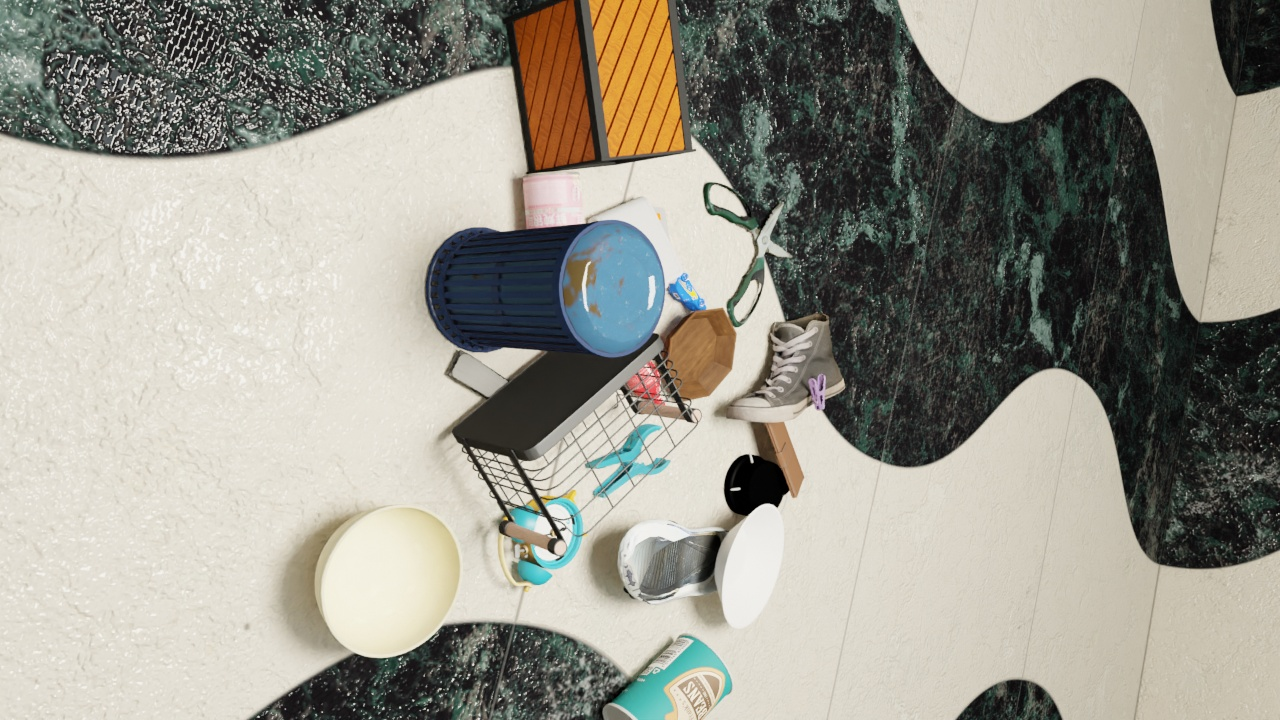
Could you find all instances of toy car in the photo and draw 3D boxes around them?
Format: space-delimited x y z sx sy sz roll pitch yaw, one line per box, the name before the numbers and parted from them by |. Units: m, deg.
toy car | 0.040 -0.084 1.197 0.061 0.033 0.092 -46 117 -21

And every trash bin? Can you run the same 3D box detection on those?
trash bin | -0.096 -0.072 0.933 0.139 0.250 0.139 -4 95 -41
trash bin | -0.045 -0.309 1.033 0.139 0.140 0.172 -16 104 -39

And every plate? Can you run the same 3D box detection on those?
plate | 0.074 -0.011 1.220 0.131 0.025 0.131 -17 118 -37
plate | 0.142 0.280 1.272 0.173 0.036 0.174 -21 116 -51

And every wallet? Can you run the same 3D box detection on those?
wallet | 0.006 -0.143 1.147 0.115 0.038 0.118 -30 96 -35
wallet | 0.210 0.131 1.336 0.121 0.013 0.087 69 21 -8

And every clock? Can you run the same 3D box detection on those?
clock | -0.115 0.208 1.078 0.129 0.044 0.099 -28 111 -44
clock | 0.174 0.188 1.324 0.120 0.043 0.091 44 66 -34

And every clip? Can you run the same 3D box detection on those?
clip | 0.250 0.045 1.284 0.029 0.013 0.050 -21 106 -42
clip | -0.007 0.144 1.179 0.130 0.030 0.120 -45 125 -29

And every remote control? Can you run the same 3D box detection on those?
remote control | -0.160 0.034 1.043 0.136 0.013 0.033 36 71 -36

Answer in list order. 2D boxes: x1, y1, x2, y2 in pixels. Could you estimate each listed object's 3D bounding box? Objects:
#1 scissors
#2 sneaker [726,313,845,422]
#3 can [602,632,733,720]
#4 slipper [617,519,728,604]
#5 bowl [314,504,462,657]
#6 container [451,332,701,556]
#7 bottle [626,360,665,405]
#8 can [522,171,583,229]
scissors | 0.141 -0.164 1.290 0.205 0.015 0.201 39 69 -34
sneaker | 0.201 0.014 1.304 0.234 0.095 0.120 -21 104 -35
can | 0.037 0.439 1.187 0.143 0.099 0.099 -34 114 -34
slipper | 0.037 0.259 1.202 0.263 0.063 0.111 14 87 -53
bowl | -0.263 0.215 0.927 0.150 0.075 0.151 -3 94 -40
container | -0.066 0.078 1.008 0.240 0.163 0.130 -41 118 -30
bottle | -0.007 0.007 1.155 0.041 0.042 0.141 -49 122 -27
can | -0.099 -0.174 1.045 0.067 0.067 0.076 -9 99 -40
